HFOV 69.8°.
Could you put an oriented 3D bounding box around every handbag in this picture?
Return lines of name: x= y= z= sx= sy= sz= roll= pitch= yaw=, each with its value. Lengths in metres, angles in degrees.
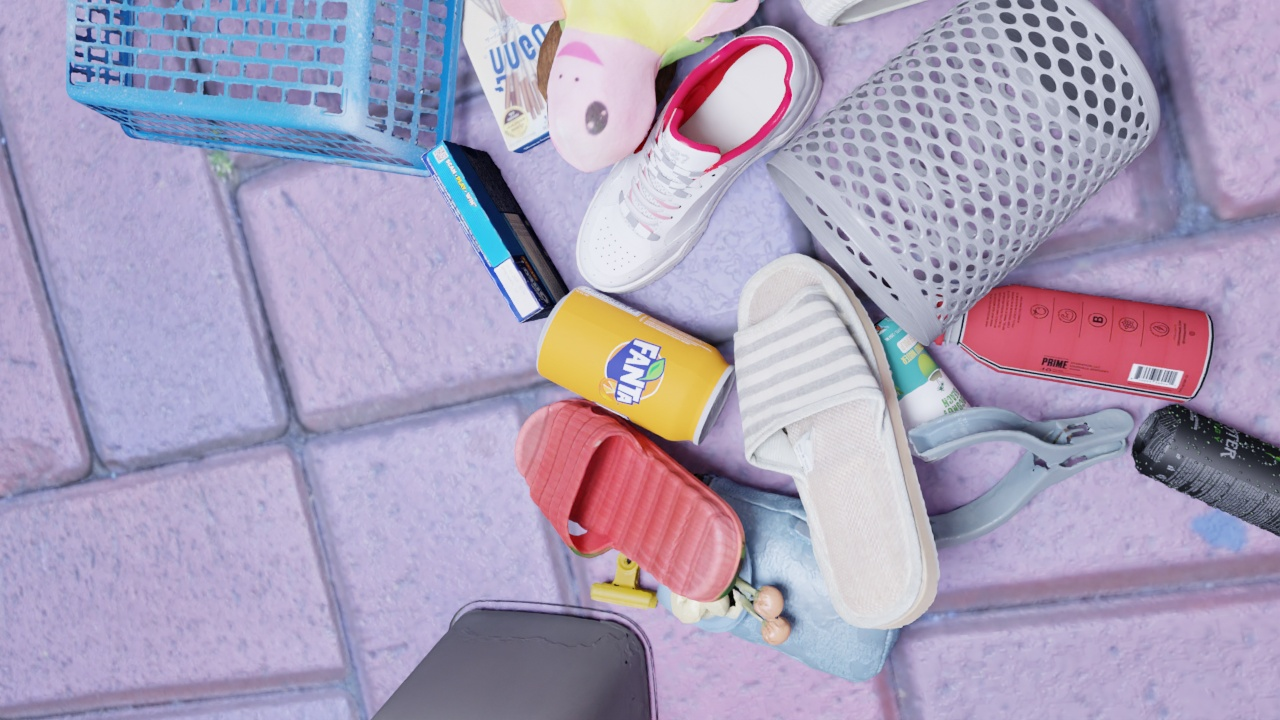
handbag: x=0.097 y=0.162 z=0.679 sx=0.192 sy=0.118 sz=0.122 roll=18 pitch=101 yaw=22

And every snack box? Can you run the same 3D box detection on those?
snack box: x=-0.110 y=-0.101 z=0.725 sx=0.027 sy=0.082 sz=0.150 roll=-32 pitch=87 yaw=17
snack box: x=-0.095 y=-0.251 z=0.728 sx=0.082 sy=0.026 sz=0.150 roll=-22 pitch=91 yaw=19

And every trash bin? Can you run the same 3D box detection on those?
trash bin: x=-0.111 y=0.324 z=0.712 sx=0.198 sy=0.219 sz=0.197 roll=0 pitch=98 yaw=17
trash bin: x=0.200 y=-0.128 z=0.578 sx=0.183 sy=0.156 sz=0.156 roll=-41 pitch=84 yaw=8

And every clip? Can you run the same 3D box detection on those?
clip: x=0.241 y=0.058 z=0.618 sx=0.173 sy=0.164 sz=0.030 roll=-34 pitch=43 yaw=14
clip: x=-0.012 y=0.186 z=0.765 sx=0.054 sy=0.048 sz=0.046 roll=7 pitch=124 yaw=18

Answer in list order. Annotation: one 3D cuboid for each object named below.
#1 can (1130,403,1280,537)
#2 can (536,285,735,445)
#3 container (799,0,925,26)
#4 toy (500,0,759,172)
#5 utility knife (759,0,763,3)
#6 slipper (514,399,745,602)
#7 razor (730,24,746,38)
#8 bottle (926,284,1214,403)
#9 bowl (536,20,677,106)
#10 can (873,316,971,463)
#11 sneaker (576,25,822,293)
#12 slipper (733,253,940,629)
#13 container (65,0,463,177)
can: x=0.401 y=0.078 z=0.605 sx=0.138 sy=0.053 sz=0.054 roll=26 pitch=104 yaw=12
can: x=-0.004 y=0.004 z=0.707 sx=0.142 sy=0.079 sz=0.079 roll=26 pitch=104 yaw=12
container: x=0.187 y=-0.300 z=0.544 sx=0.252 sy=0.184 sz=0.143 roll=-15 pitch=101 yaw=4
toy: x=-0.004 y=-0.246 z=0.630 sx=0.190 sy=0.087 sz=0.238 roll=12 pitch=81 yaw=19
utility knife: x=0.138 y=-0.292 z=0.653 sx=0.148 sy=0.015 sz=0.022 roll=-25 pitch=89 yaw=16
slipper: x=-0.028 y=0.097 z=0.687 sx=0.249 sy=0.059 sz=0.103 roll=26 pitch=102 yaw=45
razor: x=0.052 y=-0.287 z=0.680 sx=0.042 sy=0.026 sz=0.106 roll=-26 pitch=94 yaw=17
bottle: x=0.282 y=-0.017 z=0.624 sx=0.177 sy=0.062 sz=0.062 roll=10 pitch=100 yaw=16
bowl: x=-0.025 y=-0.229 z=0.689 sx=0.102 sy=0.026 sz=0.114 roll=32 pitch=89 yaw=-1
can: x=0.192 y=0.021 z=0.661 sx=0.055 sy=0.054 sz=0.101 roll=-38 pitch=85 yaw=18
sneaker: x=0.028 y=-0.142 z=0.664 sx=0.237 sy=0.104 sz=0.090 roll=-42 pitch=84 yaw=18
slipper: x=0.125 y=0.047 z=0.627 sx=0.115 sy=0.054 sz=0.272 roll=-36 pitch=58 yaw=35
container: x=-0.321 y=-0.298 z=0.745 sx=0.363 sy=0.089 sz=0.257 roll=11 pitch=101 yaw=20
